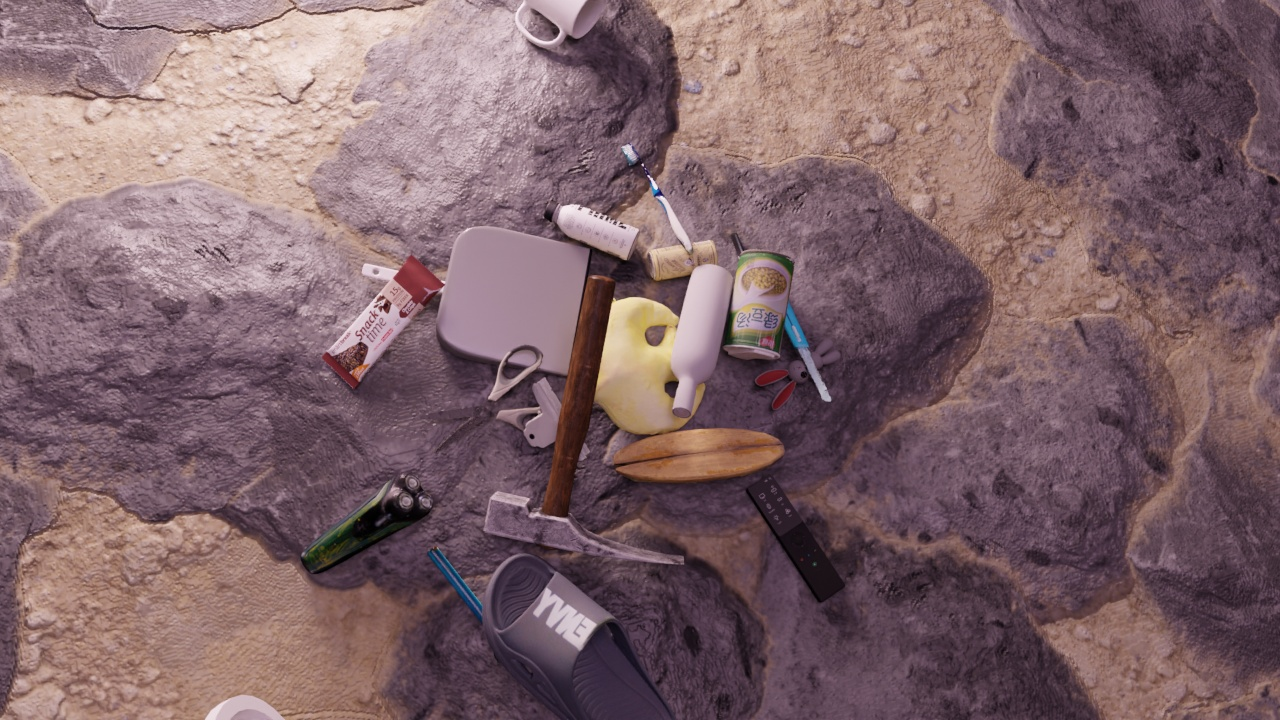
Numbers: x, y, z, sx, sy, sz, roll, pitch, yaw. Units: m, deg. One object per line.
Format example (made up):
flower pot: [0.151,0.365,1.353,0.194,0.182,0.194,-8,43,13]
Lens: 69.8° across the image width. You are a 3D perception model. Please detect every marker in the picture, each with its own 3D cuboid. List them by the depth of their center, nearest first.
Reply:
marker: [0.139,-0.089,1.128,0.011,0.011,0.152,-16,75,-11]

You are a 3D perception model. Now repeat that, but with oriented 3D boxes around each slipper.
slipper: [-0.057,0.311,0.937,0.268,0.083,0.110,48,60,5]

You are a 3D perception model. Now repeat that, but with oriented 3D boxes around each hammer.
hammer: [-0.033,0.065,0.990,0.218,0.037,0.300,12,93,1]

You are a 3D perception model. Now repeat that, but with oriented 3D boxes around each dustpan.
dustpan: [-0.197,-0.081,1.081,0.257,0.033,0.163,12,73,-11]

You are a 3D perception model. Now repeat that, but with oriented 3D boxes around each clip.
clip: [-0.100,0.072,1.031,0.051,0.058,0.102,-33,94,-34]

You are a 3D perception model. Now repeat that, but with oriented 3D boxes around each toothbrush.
toothbrush: [0.020,-0.200,1.127,0.017,0.016,0.189,-26,63,-3]

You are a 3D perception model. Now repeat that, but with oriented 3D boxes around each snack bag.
snack bag: [-0.294,-0.045,1.045,0.057,0.013,0.158,42,91,11]

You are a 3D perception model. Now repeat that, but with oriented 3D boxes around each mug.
mug: [-0.111,-0.460,1.188,0.090,0.073,0.110,38,99,6]

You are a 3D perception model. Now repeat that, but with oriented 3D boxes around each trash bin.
trash bin: [-0.421,0.440,0.826,0.199,0.195,0.195,-26,77,-3]

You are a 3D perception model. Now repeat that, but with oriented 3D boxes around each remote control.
remote control: [0.176,0.201,1.041,0.034,0.013,0.150,-30,79,-14]

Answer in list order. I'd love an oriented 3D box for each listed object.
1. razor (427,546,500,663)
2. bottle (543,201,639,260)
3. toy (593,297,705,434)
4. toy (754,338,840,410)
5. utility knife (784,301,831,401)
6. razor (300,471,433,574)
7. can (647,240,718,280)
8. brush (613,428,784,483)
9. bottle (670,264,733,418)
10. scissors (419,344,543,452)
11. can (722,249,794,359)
razor: [-0.180,0.258,0.983,0.042,0.022,0.144,-35,74,-33]
bottle: [-0.061,-0.161,1.112,0.116,0.041,0.041,23,72,1]
toy: [-0.006,0.006,1.055,0.154,0.065,0.170,-15,78,-29]
toy: [0.188,0.013,1.091,0.111,0.030,0.049,-33,90,-14]
utility knife: [0.189,-0.027,1.091,0.022,0.015,0.178,-22,63,-3]
razor: [-0.293,0.176,0.973,0.151,0.067,0.054,-33,91,-6]
can: [0.051,-0.121,1.113,0.079,0.038,0.038,-11,74,-9]
brush: [0.066,0.110,1.042,0.195,0.043,0.059,-5,72,-6]
bottle: [0.065,-0.021,1.049,0.052,0.053,0.194,16,56,-1]
scissors: [-0.160,0.048,1.044,0.157,0.012,0.165,20,84,-6]
can: [0.139,-0.063,1.080,0.067,0.067,0.121,11,82,-3]
